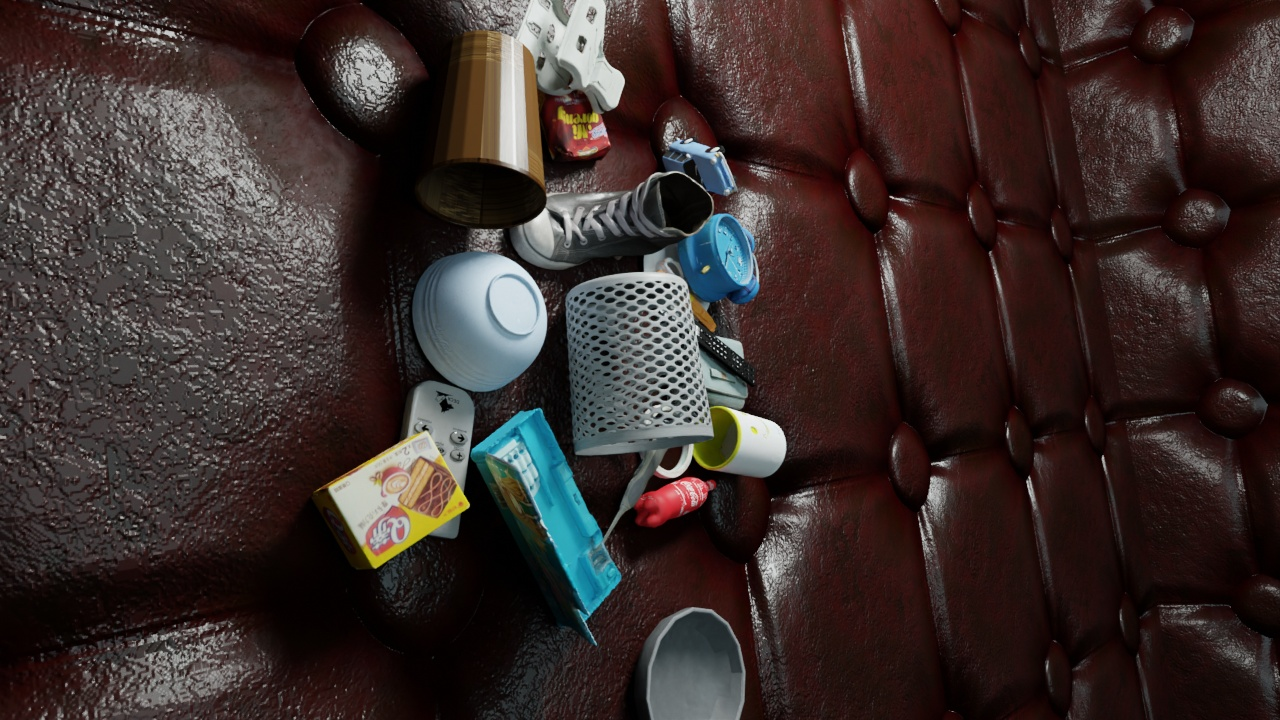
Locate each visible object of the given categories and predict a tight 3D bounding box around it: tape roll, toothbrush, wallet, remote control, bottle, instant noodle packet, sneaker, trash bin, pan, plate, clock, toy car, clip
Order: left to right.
[{"bbox_3d":[-0.204,0.097,0.907,0.074,0.019,0.151,21,66,-42],"label":"remote control"},{"bbox_3d":[-0.087,-0.306,1.108,0.098,0.040,0.135,-23,97,-54],"label":"instant noodle packet"},{"bbox_3d":[-0.066,-0.356,1.056,0.151,0.105,0.126,30,58,-26],"label":"clip"},{"bbox_3d":[-0.033,-0.164,1.065,0.234,0.120,0.095,-4,83,-34],"label":"sneaker"},{"bbox_3d":[-0.006,0.006,1.040,0.156,0.157,0.183,4,76,-46],"label":"trash bin"},{"bbox_3d":[-0.006,0.150,1.090,0.024,0.022,0.185,32,63,-1],"label":"toothbrush"},{"bbox_3d":[0.032,0.102,1.159,0.093,0.013,0.093,14,71,-44],"label":"tape roll"},{"bbox_3d":[0.047,-0.112,1.224,0.134,0.011,0.134,13,72,-44],"label":"plate"},{"bbox_3d":[0.046,0.171,1.137,0.141,0.042,0.042,-13,91,-47],"label":"bottle"},{"bbox_3d":[0.076,-0.252,1.202,0.054,0.153,0.056,-32,118,-8],"label":"toy car"},{"bbox_3d":[0.090,0.014,1.216,0.131,0.054,0.100,11,74,-50],"label":"wallet"},{"bbox_3d":[0.108,-0.009,1.198,0.140,0.009,0.030,36,45,-37],"label":"remote control"},{"bbox_3d":[0.113,-0.138,1.242,0.161,0.060,0.116,15,65,-52],"label":"clock"},{"bbox_3d":[0.103,0.453,1.132,0.357,0.041,0.178,54,48,-23],"label":"pan"}]

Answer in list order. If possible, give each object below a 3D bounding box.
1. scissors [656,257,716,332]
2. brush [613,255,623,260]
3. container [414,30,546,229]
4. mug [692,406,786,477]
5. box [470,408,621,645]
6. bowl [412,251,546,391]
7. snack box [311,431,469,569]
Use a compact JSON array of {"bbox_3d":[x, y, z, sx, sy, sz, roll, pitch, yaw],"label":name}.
[{"bbox_3d":[0.064,-0.083,1.217,0.128,0.013,0.065,43,53,-30],"label":"scissors"},{"bbox_3d":[-0.010,-0.187,1.178,0.050,0.015,0.135,52,49,-24],"label":"brush"},{"bbox_3d":[-0.162,-0.242,0.957,0.132,0.132,0.167,19,62,-43],"label":"container"},{"bbox_3d":[0.129,0.109,1.208,0.106,0.083,0.082,16,69,-44],"label":"mug"},{"bbox_3d":[-0.098,0.181,0.949,0.171,0.084,0.227,-82,149,-71],"label":"box"},{"bbox_3d":[-0.151,-0.048,0.947,0.150,0.075,0.150,18,64,-42],"label":"bowl"},{"bbox_3d":[-0.225,0.127,0.829,0.105,0.061,0.083,-32,97,-33],"label":"snack box"}]
